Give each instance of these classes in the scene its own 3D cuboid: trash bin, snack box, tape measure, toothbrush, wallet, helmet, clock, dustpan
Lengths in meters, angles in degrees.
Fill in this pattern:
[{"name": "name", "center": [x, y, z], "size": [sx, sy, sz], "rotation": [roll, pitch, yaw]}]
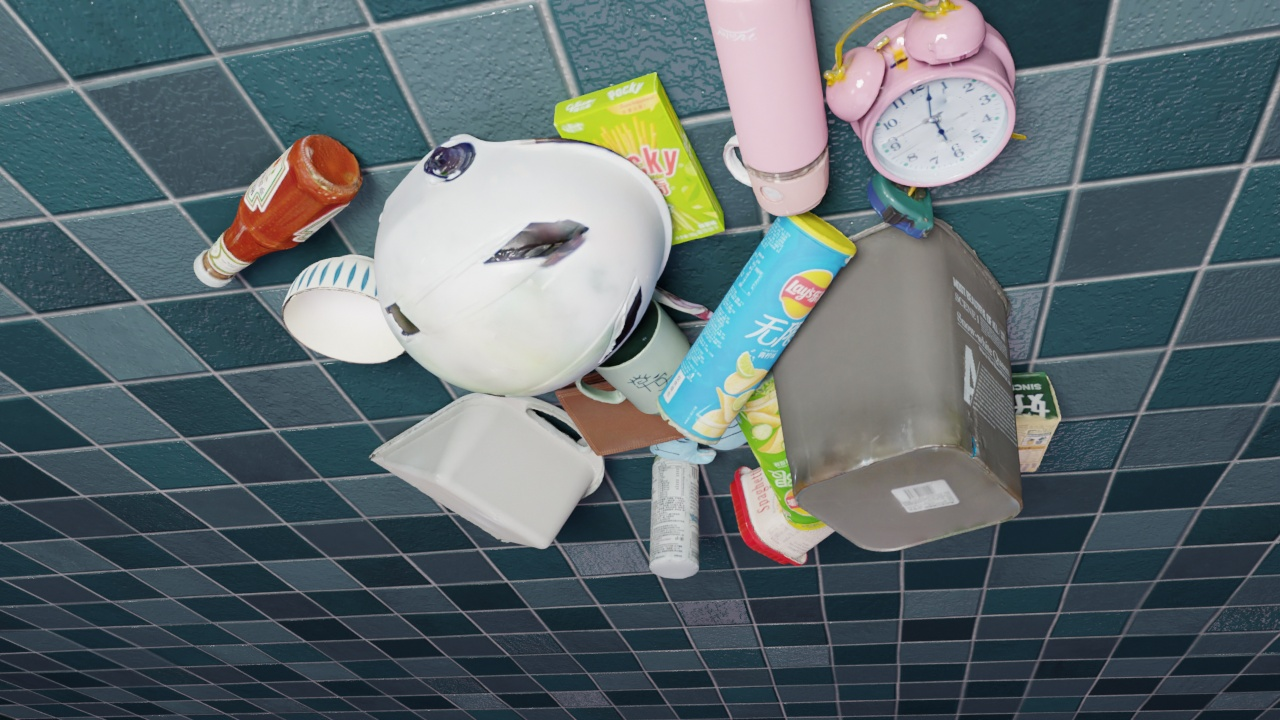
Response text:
[{"name": "trash bin", "center": [0.225, 0.029, 0.809], "size": [0.199, 0.219, 0.199], "rotation": [-26, 134, 34]}, {"name": "snack box", "center": [0.003, -0.151, 0.733], "size": [0.086, 0.026, 0.156], "rotation": [-12, 142, 19]}, {"name": "tape measure", "center": [0.207, -0.129, 0.725], "size": [0.054, 0.058, 0.025], "rotation": [21, 141, -18]}, {"name": "toothbrush", "center": [0.056, -0.051, 0.881], "size": [0.187, 0.016, 0.017], "rotation": [21, 133, -24]}, {"name": "wallet", "center": [-0.019, 0.053, 0.988], "size": [0.125, 0.032, 0.101], "rotation": [-14, 122, 30]}, {"name": "helmet", "center": [-0.105, -0.056, 0.746], "size": [0.259, 0.145, 0.229], "rotation": [-14, 140, 33]}, {"name": "clock", "center": [0.195, -0.188, 0.639], "size": [0.117, 0.059, 0.158], "rotation": [-24, 135, 32]}, {"name": "snack box", "center": [0.315, 0.074, 0.999], "size": [0.240, 0.063, 0.115], "rotation": [-3, 144, 8]}, {"name": "dustpan", "center": [-0.170, 0.124, 1.114], "size": [0.222, 0.142, 0.258], "rotation": [38, 161, -24]}]

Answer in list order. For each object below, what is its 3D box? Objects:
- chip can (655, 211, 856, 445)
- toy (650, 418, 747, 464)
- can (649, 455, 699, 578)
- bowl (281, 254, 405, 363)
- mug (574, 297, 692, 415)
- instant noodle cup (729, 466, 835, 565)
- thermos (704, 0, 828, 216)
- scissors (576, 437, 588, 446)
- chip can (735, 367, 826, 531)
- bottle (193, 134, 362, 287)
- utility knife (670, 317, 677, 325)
[{"name": "chip can", "center": [0.095, -0.028, 0.788], "size": [0.071, 0.071, 0.211], "rotation": [22, 114, -25]}, {"name": "toy", "center": [0.077, 0.069, 1.017], "size": [0.156, 0.049, 0.161], "rotation": [-7, 141, 11]}, {"name": "can", "center": [0.041, 0.183, 1.100], "size": [0.058, 0.146, 0.058], "rotation": [2, 144, 1]}, {"name": "bowl", "center": [-0.266, -0.055, 0.852], "size": [0.116, 0.066, 0.117], "rotation": [3, 146, 2]}, {"name": "mug", "center": [-0.005, 0.005, 0.872], "size": [0.112, 0.082, 0.106], "rotation": [-31, 139, 12]}, {"name": "instant noodle cup", "center": [0.191, 0.169, 1.110], "size": [0.124, 0.116, 0.116], "rotation": [-36, 131, 27]}, {"name": "thermos", "center": [0.086, -0.190, 0.648], "size": [0.087, 0.067, 0.199], "rotation": [22, 156, 29]}, {"name": "scissors", "center": [-0.088, 0.133, 1.126], "size": [0.197, 0.015, 0.214], "rotation": [-2, 143, 11]}, {"name": "chip can", "center": [0.148, 0.083, 0.952], "size": [0.073, 0.072, 0.221], "rotation": [-14, 127, 23]}, {"name": "bottle", "center": [-0.315, -0.118, 0.775], "size": [0.207, 0.059, 0.059], "rotation": [-26, 136, 35]}, {"name": "utility knife", "center": [0.019, 0.025, 0.989], "size": [0.033, 0.015, 0.219], "rotation": [4, 145, -1]}]
